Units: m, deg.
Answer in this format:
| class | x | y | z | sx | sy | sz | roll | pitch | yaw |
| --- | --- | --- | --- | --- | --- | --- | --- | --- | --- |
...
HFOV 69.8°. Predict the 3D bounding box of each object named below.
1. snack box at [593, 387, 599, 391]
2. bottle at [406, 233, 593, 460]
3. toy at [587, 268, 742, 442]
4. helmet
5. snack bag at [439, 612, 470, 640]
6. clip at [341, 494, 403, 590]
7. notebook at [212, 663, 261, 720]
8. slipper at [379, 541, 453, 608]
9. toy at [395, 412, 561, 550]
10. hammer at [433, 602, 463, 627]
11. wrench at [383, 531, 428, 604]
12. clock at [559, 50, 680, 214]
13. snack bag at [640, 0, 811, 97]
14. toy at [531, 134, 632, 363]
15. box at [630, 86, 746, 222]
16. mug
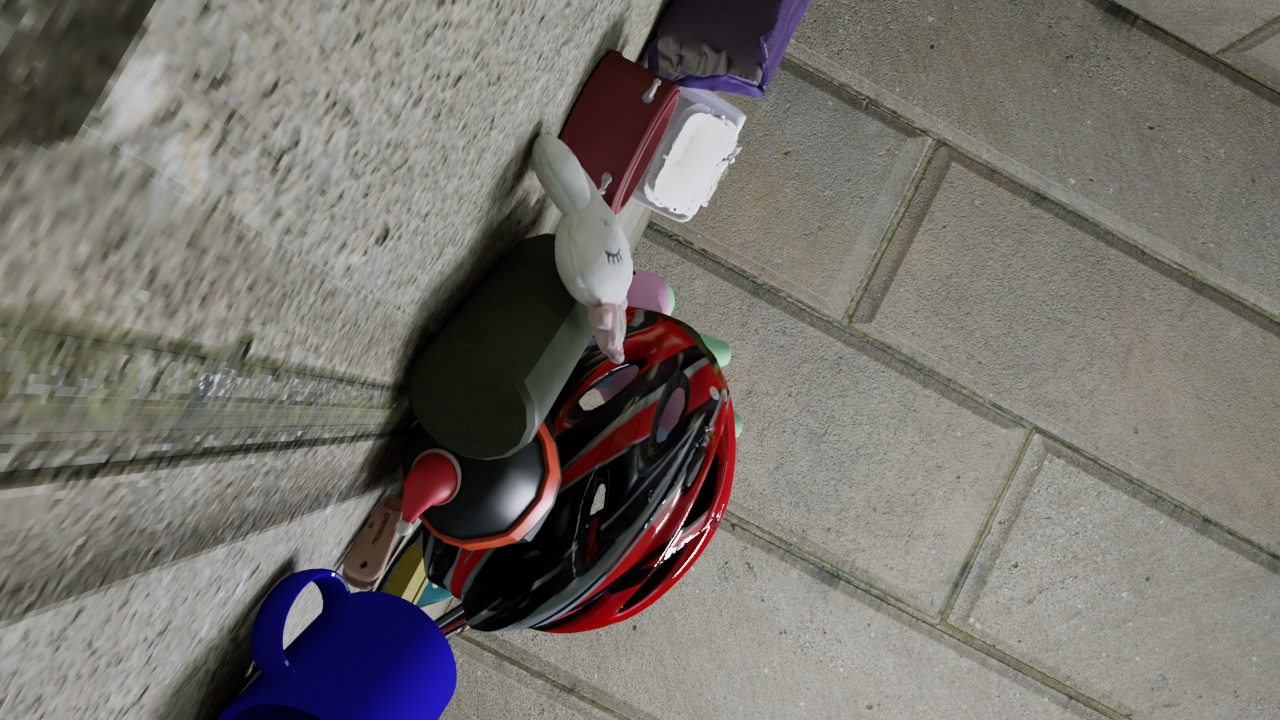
| class | x | y | z | sx | sy | sz | roll | pitch | yaw |
| --- | --- | --- | --- | --- | --- | --- | --- | --- | --- |
| snack box | -0.053 | -0.014 | 0.901 | 0.072 | 0.121 | 0.072 | -62 | -179 | 2 |
| bottle | -0.061 | -0.028 | 0.537 | 0.072 | 0.071 | 0.206 | -61 | -178 | 34 |
| toy | -0.004 | 0.005 | 0.788 | 0.120 | 0.171 | 0.221 | -45 | -139 | 43 |
| helmet | -0.050 | 0.082 | 0.683 | 0.272 | 0.217 | 0.166 | -55 | 160 | 15 |
| snack bag | -0.221 | 0.280 | 0.889 | 0.154 | 0.018 | 0.075 | -22 | 161 | -29 |
| clip | -0.163 | 0.112 | 0.568 | 0.047 | 0.025 | 0.062 | -62 | -176 | 24 |
| notebook | -0.242 | 0.260 | 0.442 | 0.207 | 0.016 | 0.148 | -61 | -179 | 30 |
| slipper | -0.201 | 0.203 | 0.939 | 0.116 | 0.069 | 0.276 | -59 | -178 | 12 |
| toy | -0.098 | 0.062 | 0.544 | 0.097 | 0.099 | 0.119 | -30 | 162 | 1 |
| hammer | -0.105 | 0.199 | 0.898 | 0.323 | 0.015 | 0.095 | -26 | 178 | -45 |
| wrench | -0.195 | 0.186 | 0.795 | 0.084 | 0.018 | 0.272 | 81 | 24 | -47 |
| clock | -0.015 | -0.142 | 0.583 | 0.096 | 0.048 | 0.137 | -62 | -179 | 8 |
| snack bag | 0.078 | -0.286 | 0.729 | 0.058 | 0.096 | 0.204 | 82 | 28 | -53 |
| toy | -0.026 | -0.059 | 0.497 | 0.037 | 0.125 | 0.076 | -19 | -178 | 9 |
| box | 0.023 | -0.171 | 0.754 | 0.110 | 0.103 | 0.130 | -61 | 180 | 22 |
| mug | -0.144 | 0.150 | 0.428 | 0.083 | 0.079 | 0.111 | -53 | 131 | -68 |
